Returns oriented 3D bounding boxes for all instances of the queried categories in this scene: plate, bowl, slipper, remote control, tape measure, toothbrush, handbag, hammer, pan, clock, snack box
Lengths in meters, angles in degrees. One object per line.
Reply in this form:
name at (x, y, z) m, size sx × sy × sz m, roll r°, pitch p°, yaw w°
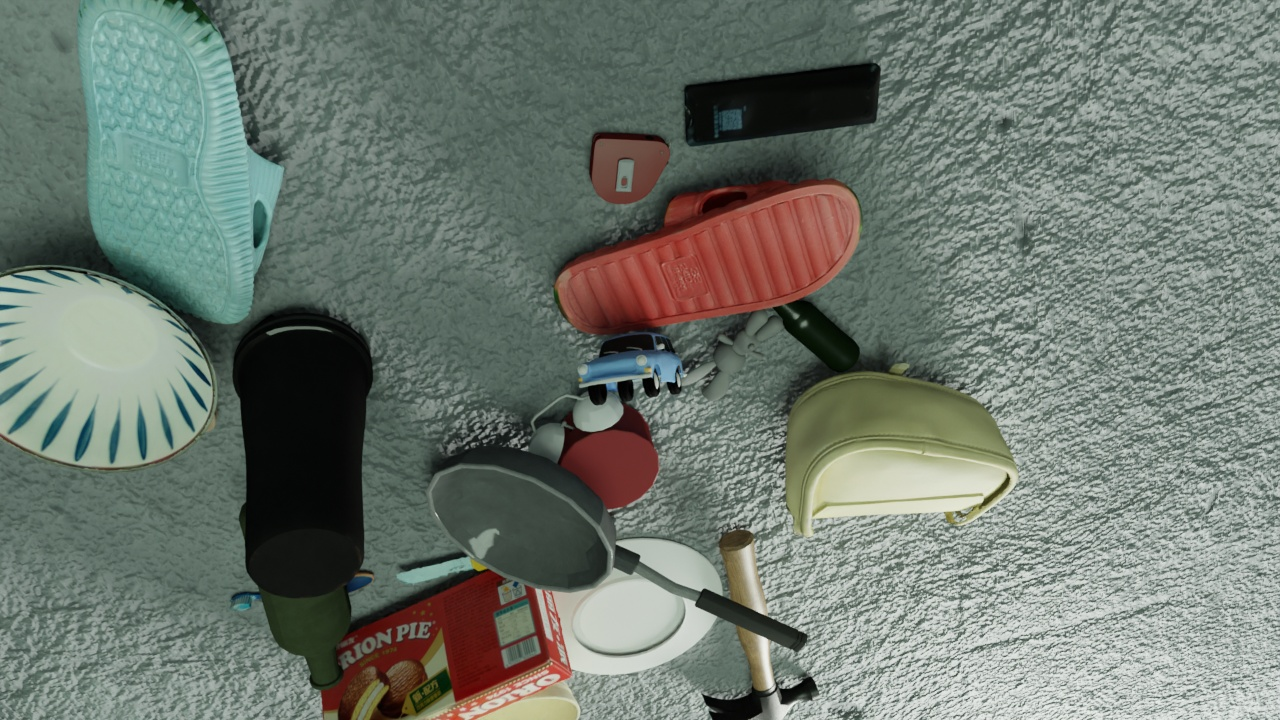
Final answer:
plate at (-0.012, 0.270, 0.976) m, size 0.208 × 0.015 × 0.209 m, roll -6°, pitch 124°, yaw -8°
bowl at (-0.397, -0.006, 0.673) m, size 0.177 × 0.070 × 0.178 m, roll -4°, pitch 125°, yaw -6°
slipper at (0.051, -0.085, 0.726) m, size 0.249 × 0.059 × 0.103 m, roll -16°, pitch 128°, yaw 18°
remote control at (0.108, -0.190, 0.688) m, size 0.150 × 0.022 × 0.047 m, roll -9°, pitch 125°, yaw -6°
tape measure at (-0.008, -0.144, 0.696) m, size 0.059 × 0.019 × 0.051 m, roll 0°, pitch 123°, yaw -12°
toothbrush at (-0.323, 0.221, 0.876) m, size 0.135 × 0.017 × 0.022 m, roll -8°, pitch 122°, yaw -6°
handbag at (0.242, 0.094, 0.865) m, size 0.232 × 0.088 × 0.191 m, roll 0°, pitch 139°, yaw -15°
hammer at (0.120, 0.302, 1.010) m, size 0.132 × 0.040 × 0.306 m, roll -18°, pitch 126°, yaw -7°
bowl at (-0.146, 0.356, 0.960) m, size 0.150 × 0.075 × 0.151 m, roll -14°, pitch 139°, yaw -13°
slipper at (-0.304, -0.133, 0.609) m, size 0.116 × 0.069 × 0.277 m, roll 15°, pitch 138°, yaw -9°
pan at (-0.019, 0.173, 0.812) m, size 0.357 × 0.041 × 0.179 m, roll 24°, pitch 139°, yaw 2°
clock at (-0.039, 0.079, 0.821) m, size 0.096 × 0.048 × 0.137 m, roll -37°, pitch 123°, yaw 13°
snack box at (-0.192, 0.292, 0.887) m, size 0.236 × 0.113 × 0.060 m, roll -25°, pitch 143°, yaw 5°

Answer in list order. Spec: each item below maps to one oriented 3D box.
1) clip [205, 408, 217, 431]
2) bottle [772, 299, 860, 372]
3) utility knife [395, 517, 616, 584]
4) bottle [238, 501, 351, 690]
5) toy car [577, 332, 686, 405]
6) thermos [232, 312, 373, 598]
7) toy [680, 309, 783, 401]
clip at (-0.375, 0.047, 0.740) m, size 0.061 × 0.049 × 0.026 m, roll 20°, pitch 120°, yaw 8°
bottle at (0.142, -0.034, 0.795) m, size 0.123 × 0.033 × 0.033 m, roll 36°, pitch 110°, yaw -29°
utility knife at (-0.128, 0.186, 0.894) m, size 0.217 × 0.019 × 0.030 m, roll -15°, pitch 120°, yaw -8°
bottle at (-0.302, 0.211, 0.827) m, size 0.071 × 0.071 × 0.207 m, roll -6°, pitch 118°, yaw -8°
toy car at (-0.004, 0.004, 0.733) m, size 0.056 × 0.153 × 0.054 m, roll -9°, pitch 87°, yaw 14°
thermos at (-0.245, 0.064, 0.670) m, size 0.105 × 0.218 × 0.106 m, roll -10°, pitch 131°, yaw -12°
toy at (0.078, -0.003, 0.794) m, size 0.049 × 0.030 × 0.112 m, roll 25°, pitch 127°, yaw -26°
